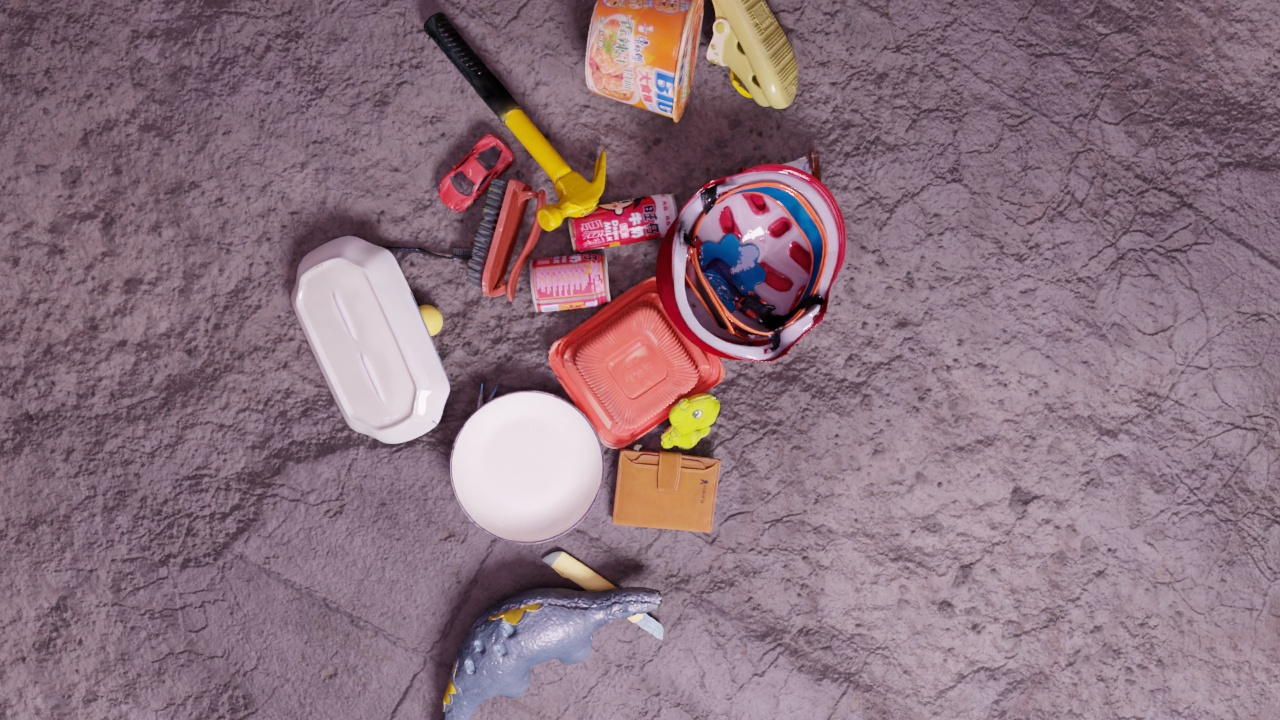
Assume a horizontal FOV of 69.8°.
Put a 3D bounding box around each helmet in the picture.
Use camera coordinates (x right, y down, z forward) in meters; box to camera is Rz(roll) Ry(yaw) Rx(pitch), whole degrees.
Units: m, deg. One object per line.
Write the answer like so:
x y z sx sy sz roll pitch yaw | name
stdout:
0.119 -0.111 1.095 0.207 0.144 0.239 47 71 -9 | helmet

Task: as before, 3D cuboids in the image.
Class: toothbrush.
-0.298 -0.140 1.148 0.189 0.014 0.016 5 95 0 | toothbrush

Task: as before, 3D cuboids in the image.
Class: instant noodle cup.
-0.007 0.007 1.136 0.189 0.079 0.164 -36 96 4 | instant noodle cup
0.004 -0.363 1.065 0.111 0.151 0.151 13 96 6 | instant noodle cup

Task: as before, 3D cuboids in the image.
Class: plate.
-0.142 0.132 1.156 0.192 0.039 0.192 0 91 -6 | plate
-0.341 -0.020 1.129 0.162 0.034 0.266 -20 96 18 | plate

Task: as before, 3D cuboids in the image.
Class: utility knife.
-0.045 0.307 1.200 0.190 0.020 0.031 37 100 2 | utility knife

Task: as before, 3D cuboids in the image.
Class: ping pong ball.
-0.267 -0.050 1.145 0.040 0.040 0.040 0 97 -1 | ping pong ball

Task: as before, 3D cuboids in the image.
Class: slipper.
0.121 -0.385 1.099 0.082 0.091 0.190 -17 110 41 | slipper

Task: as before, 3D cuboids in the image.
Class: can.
-0.021 -0.169 1.127 0.133 0.053 0.053 -10 97 1 | can
-0.085 -0.096 1.129 0.094 0.066 0.066 -6 97 0 | can

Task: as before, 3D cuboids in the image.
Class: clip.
-0.200 0.055 1.167 0.043 0.027 0.058 16 100 -10 | clip

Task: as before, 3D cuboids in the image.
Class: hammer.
-0.154 -0.295 1.101 0.128 0.033 0.300 -38 87 -35 | hammer

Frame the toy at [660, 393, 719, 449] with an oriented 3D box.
0.064 0.075 1.144 0.100 0.096 0.031 -48 54 27 | toy

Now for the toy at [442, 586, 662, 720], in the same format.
-0.142 0.362 1.172 0.356 0.091 0.138 -32 108 5 | toy

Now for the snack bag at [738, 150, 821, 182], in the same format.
0.173 -0.227 1.137 0.104 0.026 0.048 -10 109 1 | snack bag

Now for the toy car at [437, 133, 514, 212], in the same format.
-0.205 -0.230 1.130 0.106 0.031 0.049 -44 94 6 | toy car

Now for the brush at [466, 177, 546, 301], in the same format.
-0.163 -0.147 1.124 0.069 0.063 0.146 19 97 10 | brush

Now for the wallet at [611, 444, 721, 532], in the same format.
0.033 0.160 1.175 0.130 0.035 0.119 5 110 -1 | wallet
